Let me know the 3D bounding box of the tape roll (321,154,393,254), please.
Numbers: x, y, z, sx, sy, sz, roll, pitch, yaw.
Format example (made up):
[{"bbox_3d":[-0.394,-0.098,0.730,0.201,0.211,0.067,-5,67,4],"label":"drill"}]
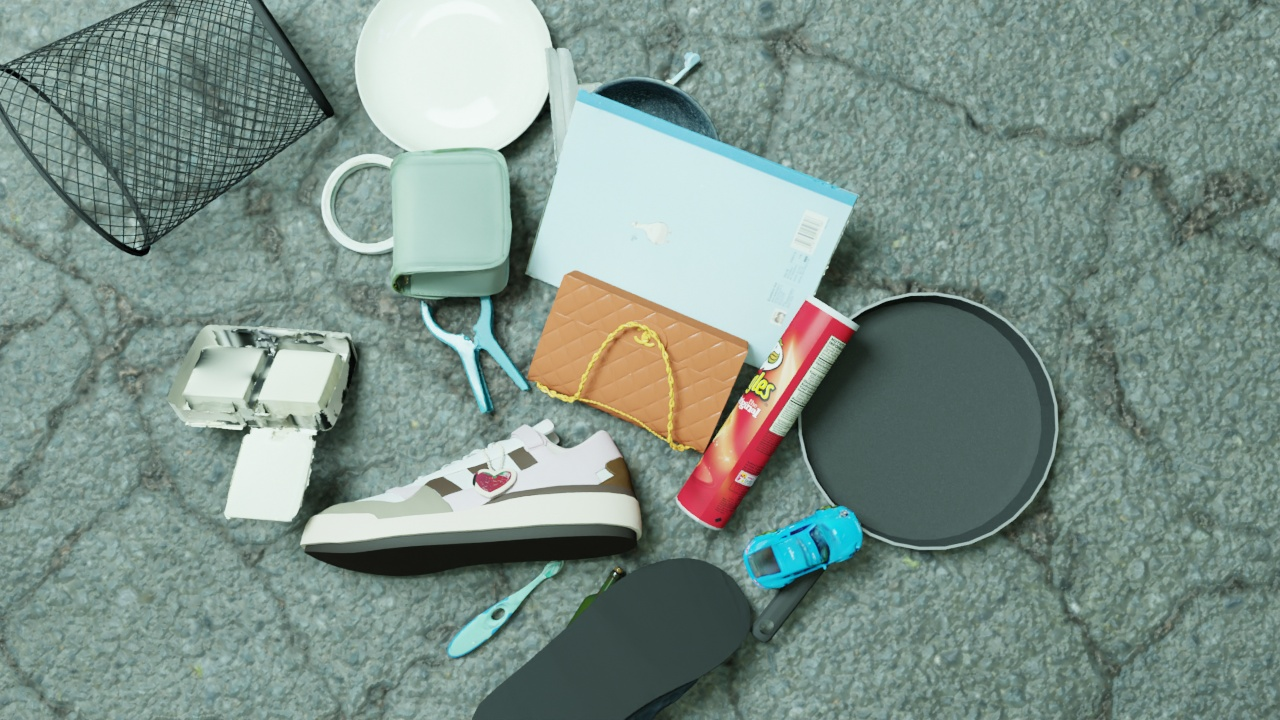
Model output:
[{"bbox_3d":[-0.251,-0.146,0.858,0.093,0.013,0.093,0,86,2],"label":"tape roll"}]

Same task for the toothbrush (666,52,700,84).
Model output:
[{"bbox_3d":[-0.005,-0.231,0.853,0.155,0.022,0.016,-42,103,1],"label":"toothbrush"}]

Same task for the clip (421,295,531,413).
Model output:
[{"bbox_3d":[-0.136,-0.027,0.843,0.130,0.030,0.120,43,84,4],"label":"clip"}]

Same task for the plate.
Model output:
[{"bbox_3d":[-0.170,-0.270,0.852,0.182,0.034,0.182,0,87,2],"label":"plate"}]

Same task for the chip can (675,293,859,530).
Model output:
[{"bbox_3d":[0.108,0.047,0.796,0.052,0.051,0.215,33,99,3],"label":"chip can"}]

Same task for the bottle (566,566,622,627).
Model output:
[{"bbox_3d":[-0.047,0.231,0.823,0.025,0.025,0.106,32,88,3],"label":"bottle"}]

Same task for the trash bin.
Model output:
[{"bbox_3d":[-0.397,-0.224,0.793,0.210,0.184,0.184,-33,86,-6],"label":"trash bin"}]

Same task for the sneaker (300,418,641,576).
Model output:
[{"bbox_3d":[-0.150,0.114,0.806,0.294,0.112,0.116,-6,65,3],"label":"sneaker"}]

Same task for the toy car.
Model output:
[{"bbox_3d":[0.140,0.159,0.783,0.105,0.032,0.048,-22,84,0],"label":"toy car"}]

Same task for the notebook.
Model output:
[{"bbox_3d":[0.038,-0.109,0.806,0.253,0.009,0.181,22,117,3],"label":"notebook"}]

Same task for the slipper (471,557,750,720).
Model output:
[{"bbox_3d":[-0.025,0.270,0.786,0.265,0.084,0.109,-31,64,-25],"label":"slipper"}]

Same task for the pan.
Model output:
[{"bbox_3d":[0.211,0.104,0.817,0.225,0.034,0.356,38,89,4],"label":"pan"}]

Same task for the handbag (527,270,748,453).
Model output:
[{"bbox_3d":[-0.005,0.004,0.815,0.172,0.060,0.109,23,104,3],"label":"handbag"}]

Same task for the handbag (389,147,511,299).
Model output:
[{"bbox_3d":[-0.168,-0.121,0.814,0.106,0.067,0.121,-3,71,-8],"label":"handbag"}]

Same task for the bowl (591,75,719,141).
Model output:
[{"bbox_3d":[0.013,-0.200,0.820,0.137,0.137,0.057,22,46,3],"label":"bowl"}]

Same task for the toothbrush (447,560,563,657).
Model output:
[{"bbox_3d":[-0.122,0.224,0.830,0.135,0.017,0.022,-40,89,-1],"label":"toothbrush"}]

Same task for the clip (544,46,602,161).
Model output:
[{"bbox_3d":[-0.051,-0.232,0.831,0.059,0.052,0.102,-11,114,-16],"label":"clip"}]

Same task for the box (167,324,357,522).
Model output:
[{"bbox_3d":[-0.338,0.051,0.798,0.143,0.044,0.183,4,51,4],"label":"box"}]
